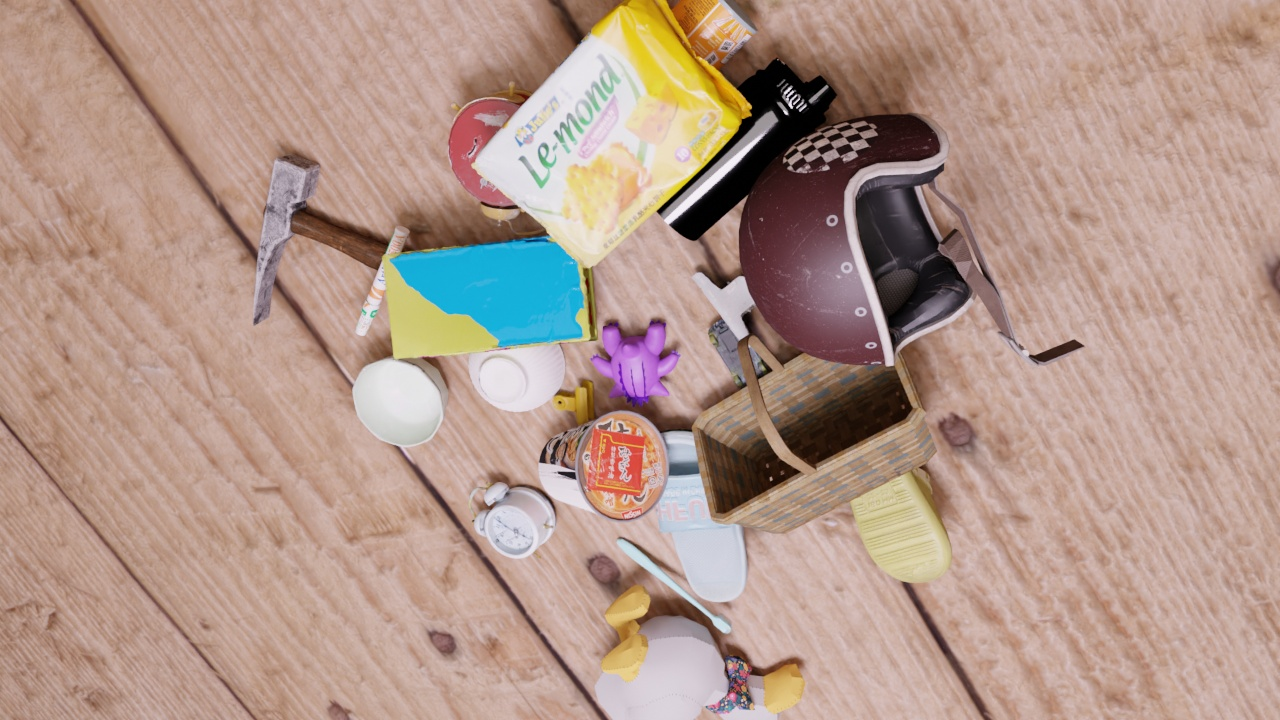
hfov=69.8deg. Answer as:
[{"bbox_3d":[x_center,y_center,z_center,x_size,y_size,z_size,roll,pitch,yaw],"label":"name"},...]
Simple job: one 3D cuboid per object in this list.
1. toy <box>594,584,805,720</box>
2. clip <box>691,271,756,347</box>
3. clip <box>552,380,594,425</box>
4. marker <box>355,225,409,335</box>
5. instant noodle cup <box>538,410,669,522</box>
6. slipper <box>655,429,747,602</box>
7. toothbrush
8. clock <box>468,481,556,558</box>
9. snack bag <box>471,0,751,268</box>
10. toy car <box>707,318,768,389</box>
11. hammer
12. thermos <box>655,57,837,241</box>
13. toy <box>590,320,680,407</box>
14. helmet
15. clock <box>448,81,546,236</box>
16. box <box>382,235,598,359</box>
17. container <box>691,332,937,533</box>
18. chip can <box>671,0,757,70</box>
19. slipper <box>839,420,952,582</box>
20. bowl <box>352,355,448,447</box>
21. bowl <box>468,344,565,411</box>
[{"bbox_3d":[0.055,0.407,1.164,0.247,0.140,0.267,-33,119,24],"label":"toy"},{"bbox_3d":[0.105,-0.068,0.995,0.056,0.046,0.101,-39,80,16],"label":"clip"},{"bbox_3d":[-0.081,0.052,1.102,0.049,0.044,0.054,-6,114,-11],"label":"clip"},{"bbox_3d":[-0.300,-0.090,1.062,0.017,0.017,0.146,30,115,0],"label":"marker"},{"bbox_3d":[-0.052,0.123,1.063,0.122,0.123,0.123,-10,114,55],"label":"instant noodle cup"},{"bbox_3d":[0.073,0.193,1.100,0.104,0.074,0.245,-10,111,16],"label":"slipper"},{"bbox_3d":[0.042,0.282,1.158,0.180,0.016,0.016,36,116,11],"label":"toothbrush"},{"bbox_3d":[-0.166,0.200,1.169,0.117,0.057,0.083,27,116,9],"label":"clock"},{"bbox_3d":[-0.026,-0.216,0.873,0.248,0.068,0.159,-39,106,23],"label":"snack bag"},{"bbox_3d":[0.112,-0.008,1.032,0.039,0.027,0.090,-29,97,17],"label":"toy car"},{"bbox_3d":[-0.316,-0.089,1.096,0.300,0.037,0.218,23,115,3],"label":"hammer"},{"bbox_3d":[0.101,-0.216,0.917,0.199,0.086,0.086,-40,99,24],"label":"thermos"},{"bbox_3d":[-0.006,0.006,1.050,0.106,0.055,0.088,-2,115,13],"label":"toy"},{"bbox_3d":[0.223,-0.106,0.856,0.254,0.233,0.233,-23,132,7],"label":"helmet"},{"bbox_3d":[-0.138,-0.209,0.979,0.117,0.081,0.159,-14,108,18],"label":"clock"},{"bbox_3d":[-0.161,-0.069,1.011,0.221,0.082,0.124,-7,93,2],"label":"box"},{"bbox_3d":[0.164,0.062,0.957,0.250,0.157,0.186,-32,133,23],"label":"container"},{"bbox_3d":[0.013,-0.276,0.919,0.075,0.075,0.215,45,114,-7],"label":"chip can"},{"bbox_3d":[0.286,0.155,1.035,0.092,0.081,0.190,-31,77,32],"label":"slipper"},{"bbox_3d":[-0.286,0.041,1.128,0.117,0.061,0.117,5,113,12],"label":"bowl"},{"bbox_3d":[-0.153,0.012,1.084,0.118,0.062,0.118,5,113,11],"label":"bowl"}]
